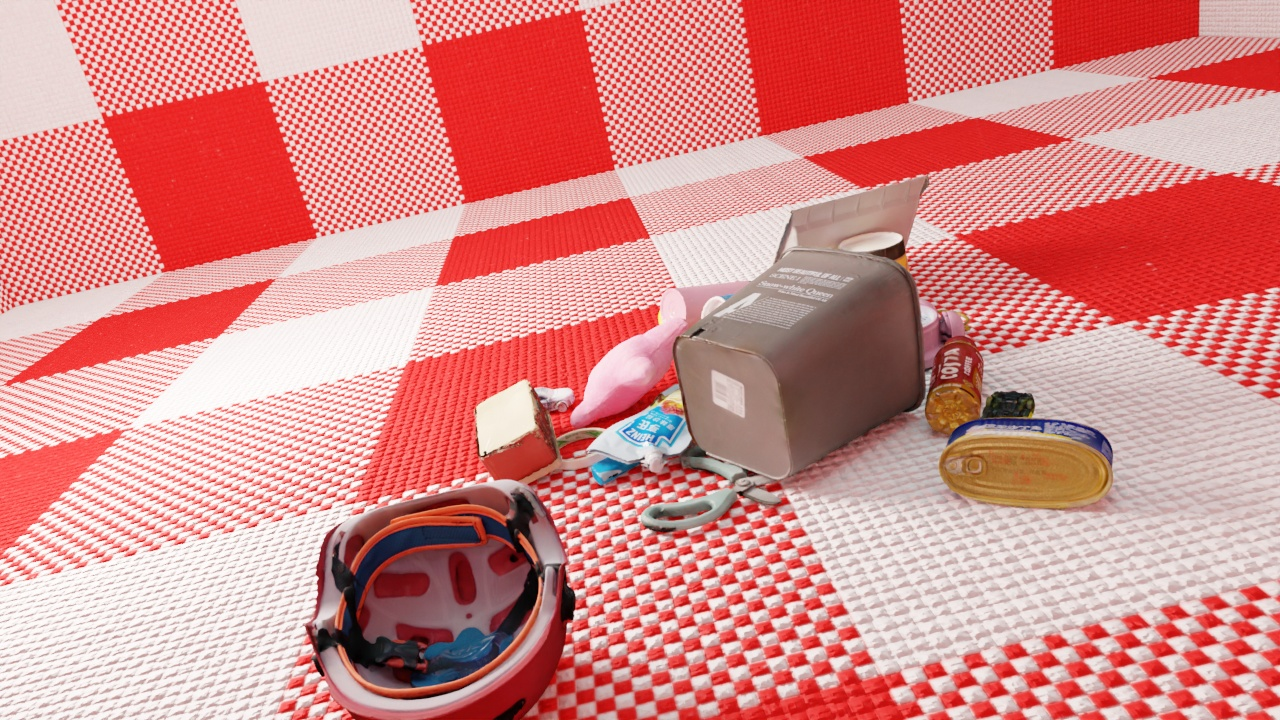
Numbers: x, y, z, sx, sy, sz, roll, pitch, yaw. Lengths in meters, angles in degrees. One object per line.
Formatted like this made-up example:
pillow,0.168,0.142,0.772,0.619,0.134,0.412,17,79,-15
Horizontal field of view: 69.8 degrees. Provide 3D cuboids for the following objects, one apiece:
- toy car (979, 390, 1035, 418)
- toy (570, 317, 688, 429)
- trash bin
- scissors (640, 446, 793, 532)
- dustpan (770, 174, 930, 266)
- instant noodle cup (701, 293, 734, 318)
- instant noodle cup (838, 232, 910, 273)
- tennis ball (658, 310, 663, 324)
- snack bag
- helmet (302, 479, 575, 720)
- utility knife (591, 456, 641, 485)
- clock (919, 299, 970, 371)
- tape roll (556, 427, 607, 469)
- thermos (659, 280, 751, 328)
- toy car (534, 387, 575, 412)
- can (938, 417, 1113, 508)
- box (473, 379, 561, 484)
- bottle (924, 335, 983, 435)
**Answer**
toy car,0.382,0.071,0.962,0.048,0.032,0.105,3,38,34
toy,-0.007,0.007,1.235,0.195,0.074,0.178,-38,10,29
trash bin,0.171,0.003,1.021,0.219,0.199,0.199,-29,29,-33
scissors,0.067,0.140,0.985,0.178,0.019,0.170,-23,24,-28
dustpan,0.310,-0.196,1.457,0.222,0.258,0.142,-15,45,-7
instant noodle cup,0.149,-0.055,1.278,0.109,0.099,0.099,-5,15,-30
instant noodle cup,0.344,-0.121,1.349,0.118,0.114,0.118,-12,21,4
tennis ball,0.061,-0.067,1.439,0.065,0.065,0.065,-11,21,4
snack bag,0.033,0.076,1.098,0.110,0.039,0.190,21,35,34
helmet,-0.149,0.221,0.740,0.207,0.144,0.239,-15,35,-4
utility knife,0.013,0.104,1.105,0.178,0.018,0.034,-25,28,-33
clock,0.356,-0.036,1.204,0.158,0.060,0.117,-16,22,-13
tape roll,-0.074,0.110,1.144,0.086,0.014,0.085,-11,21,4
thermos,0.121,-0.091,1.407,0.198,0.067,0.087,-11,33,-35
toy car,-0.137,0.056,1.289,0.090,0.034,0.043,-10,18,3
can,0.359,0.094,0.858,0.148,0.075,0.049,-1,22,29
box,-0.158,0.084,1.145,0.091,0.077,0.168,-28,23,-1
bottle,0.363,0.022,1.056,0.058,0.057,0.174,-3,24,23
